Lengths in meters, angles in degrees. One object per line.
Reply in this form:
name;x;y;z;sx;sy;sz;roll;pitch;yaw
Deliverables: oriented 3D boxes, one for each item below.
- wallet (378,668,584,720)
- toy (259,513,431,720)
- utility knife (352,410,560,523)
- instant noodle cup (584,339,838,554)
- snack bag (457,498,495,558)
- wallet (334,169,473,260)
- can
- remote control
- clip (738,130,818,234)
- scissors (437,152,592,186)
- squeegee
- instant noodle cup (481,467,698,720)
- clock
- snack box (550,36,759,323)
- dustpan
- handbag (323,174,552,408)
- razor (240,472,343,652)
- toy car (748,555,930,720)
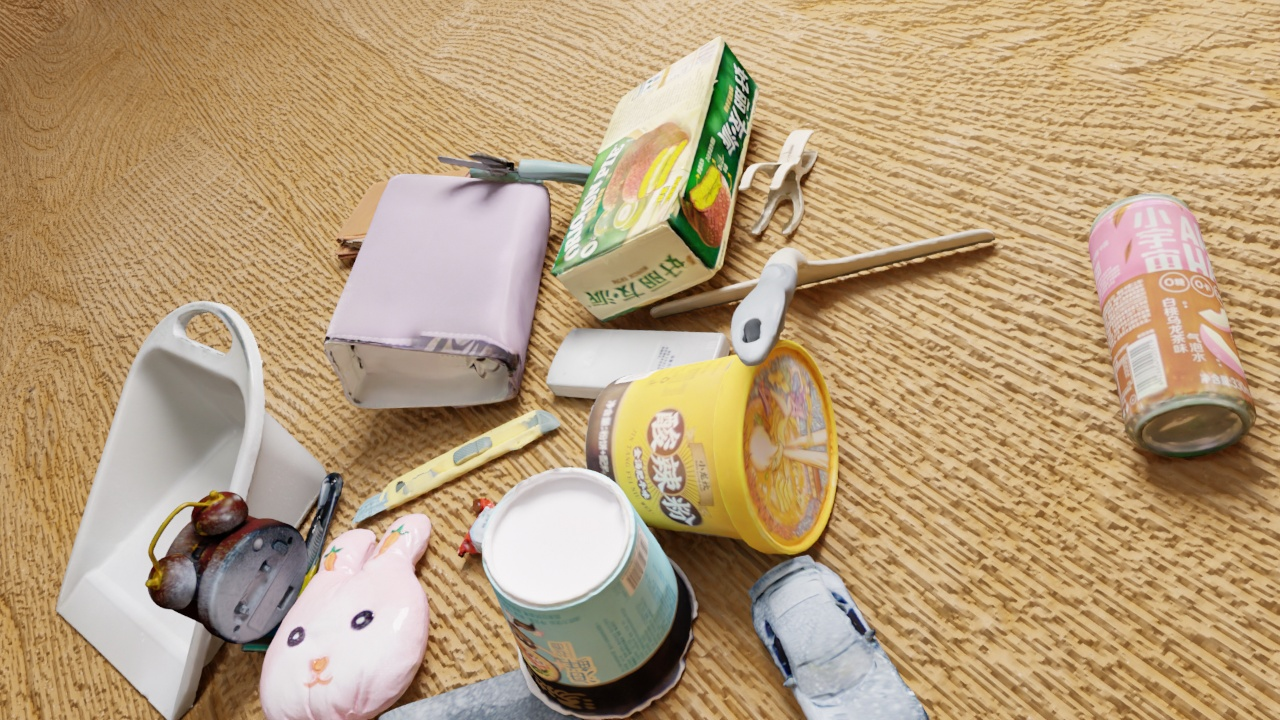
wallet;-0.086;0.227;0.510;0.121;0.019;0.097;-18;46;-2
toy;-0.190;0.169;0.608;0.121;0.054;0.159;-19;38;14
utility knife;-0.138;0.079;0.684;0.175;0.019;0.031;-30;38;9
instant noodle cup;0.040;0.051;0.539;0.115;0.118;0.118;-5;50;35
snack bag;-0.078;0.117;0.605;0.105;0.026;0.045;6;57;32
wallet;-0.235;-0.145;0.916;0.132;0.031;0.107;-2;49;29
can;0.284;-0.022;0.499;0.058;0.058;0.147;-8;50;23
remote control;-0.004;0.004;0.666;0.135;0.019;0.056;2;54;31
clip;0.107;-0.149;0.702;0.035;0.089;0.103;7;68;33
scissors;-0.086;-0.162;0.791;0.177;0.174;0.019;5;93;10
squeegee;0.084;-0.043;0.543;0.247;0.039;0.246;-12;10;21
instant noodle cup;-0.032;0.120;0.496;0.111;0.120;0.111;-8;51;9
clock;-0.274;0.134;0.604;0.055;0.122;0.081;14;61;23
snack box;0.018;-0.147;0.723;0.115;0.063;0.239;-21;39;35
dustpan;-0.369;0.093;0.710;0.223;0.143;0.257;15;60;38
handbag;-0.153;-0.057;0.747;0.145;0.099;0.196;-1;50;8
razor;-0.247;0.147;0.676;0.043;0.022;0.142;-7;52;24
toy car;0.099;0.156;0.467;0.054;0.037;0.120;-31;47;1
